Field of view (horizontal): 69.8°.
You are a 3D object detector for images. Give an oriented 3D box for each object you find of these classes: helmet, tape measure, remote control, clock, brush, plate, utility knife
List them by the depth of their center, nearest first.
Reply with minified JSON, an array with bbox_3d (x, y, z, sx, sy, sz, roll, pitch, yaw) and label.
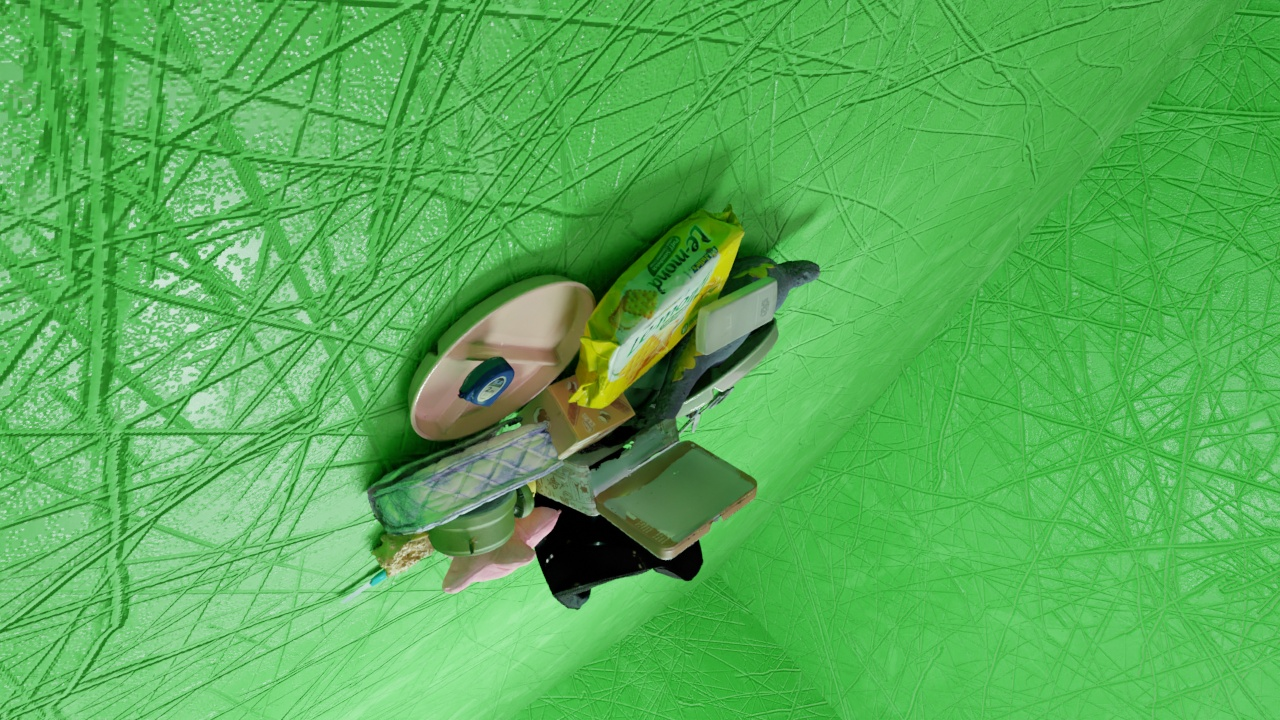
[{"bbox_3d":[-0.151,0.020,0.902,0.054,0.025,0.058,-46,164,6],"label":"tape measure"},{"bbox_3d":[-0.143,-0.003,0.948,0.229,0.028,0.230,-35,160,-16],"label":"plate"},{"bbox_3d":[-0.196,0.177,1.103,0.160,0.116,0.056,-40,130,-57],"label":"clock"},{"bbox_3d":[0.117,-0.057,1.111,0.149,0.021,0.058,-27,129,-44],"label":"remote control"},{"bbox_3d":[-0.244,0.207,1.207,0.253,0.046,0.083,-29,154,-43],"label":"brush"},{"bbox_3d":[-0.314,0.263,1.220,0.192,0.013,0.029,-35,158,-25],"label":"utility knife"},{"bbox_3d":[0.106,0.014,1.319,0.230,0.027,0.230,-36,-172,6],"label":"plate"},{"bbox_3d":[-0.044,0.238,1.373,0.234,0.230,0.274,-19,-169,24],"label":"helmet"}]

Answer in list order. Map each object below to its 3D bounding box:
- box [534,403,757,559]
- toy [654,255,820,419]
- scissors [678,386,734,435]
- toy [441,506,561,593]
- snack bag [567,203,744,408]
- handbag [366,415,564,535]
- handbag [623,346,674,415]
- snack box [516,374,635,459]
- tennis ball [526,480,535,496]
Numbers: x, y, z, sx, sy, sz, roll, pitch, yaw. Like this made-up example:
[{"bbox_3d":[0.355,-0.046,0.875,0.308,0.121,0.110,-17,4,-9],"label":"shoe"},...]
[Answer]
[{"bbox_3d":[0.001,0.140,1.187,0.177,0.262,0.088,-28,120,-36],"label":"box"},{"bbox_3d":[0.130,-0.066,1.219,0.355,0.091,0.138,-40,137,-31],"label":"toy"},{"bbox_3d":[0.108,0.102,1.702,0.159,0.014,0.177,-35,163,-15],"label":"scissors"},{"bbox_3d":[-0.190,0.241,1.248,0.178,0.074,0.194,-23,-165,-6],"label":"toy"},{"bbox_3d":[0.012,-0.059,1.024,0.245,0.068,0.158,-44,165,-27],"label":"snack bag"},{"bbox_3d":[-0.191,0.124,1.024,0.193,0.075,0.134,-22,-178,-44],"label":"handbag"},{"bbox_3d":[-0.007,0.007,1.193,0.120,0.068,0.131,-52,159,3],"label":"handbag"},{"bbox_3d":[-0.080,0.065,1.114,0.094,0.077,0.093,-25,171,-40],"label":"snack box"},{"bbox_3d":[-0.171,0.166,1.207,0.065,0.065,0.065,-37,161,-15],"label":"tennis ball"}]
